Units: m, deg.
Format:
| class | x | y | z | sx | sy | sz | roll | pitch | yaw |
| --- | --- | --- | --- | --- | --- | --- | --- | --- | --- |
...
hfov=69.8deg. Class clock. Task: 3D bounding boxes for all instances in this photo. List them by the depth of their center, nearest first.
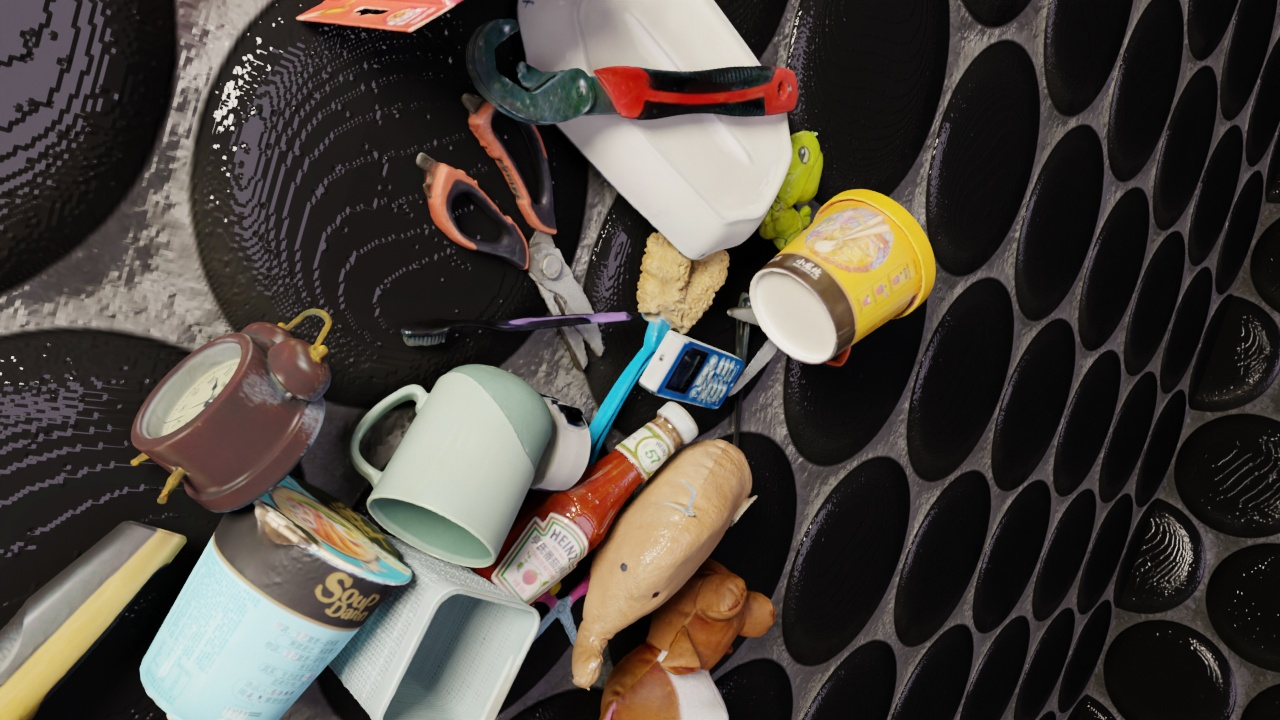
| class | x | y | z | sx | sy | sz | roll | pitch | yaw |
| --- | --- | --- | --- | --- | --- | --- | --- | --- | --- |
| clock | -0.204 | 0.021 | 0.475 | 0.121 | 0.082 | 0.055 | -50 | 129 | -17 |

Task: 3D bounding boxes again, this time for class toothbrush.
| class | x | y | z | sx | sy | sz | roll | pitch | yaw |
| --- | --- | --- | --- | --- | --- | --- | --- | --- | --- |
| toothbrush | -0.075 | -0.023 | 0.627 | 0.188 | 0.014 | 0.017 | -6 | 129 | -38 |
| toothbrush | 0.087 | 0.025 | 0.833 | 0.018 | 0.016 | 0.181 | -12 | 116 | -34 |

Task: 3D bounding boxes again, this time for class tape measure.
| class | x | y | z | sx | sy | sz | roll | pitch | yaw |
| --- | --- | --- | --- | --- | --- | --- | --- | --- | --- |
| tape measure | -0.068 | 0.059 | 0.645 | 0.033 | 0.066 | 0.066 | 13 | 96 | -47 |

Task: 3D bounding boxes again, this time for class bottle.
| class | x | y | z | sx | sy | sz | roll | pitch | yaw |
| --- | --- | --- | --- | --- | --- | --- | --- | --- | --- |
| bottle | -0.041 | 0.107 | 0.674 | 0.205 | 0.060 | 0.060 | -40 | 132 | -15 |

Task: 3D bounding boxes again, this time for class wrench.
| class | x | y | z | sx | sy | sz | roll | pitch | yaw |
| --- | --- | --- | --- | --- | --- | --- | --- | --- | --- |
| wrench | 0.011 | -0.176 | 0.589 | 0.272 | 0.016 | 0.056 | -9 | 103 | -39 |

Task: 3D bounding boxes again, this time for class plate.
| class | x | y | z | sx | sy | sz | roll | pitch | yaw |
| --- | --- | --- | --- | --- | --- | --- | --- | --- | --- |
| plate | 0.028 | -0.185 | 0.637 | 0.265 | 0.034 | 0.161 | 42 | 70 | -37 |

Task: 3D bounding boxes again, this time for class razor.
| class | x | y | z | sx | sy | sz | roll | pitch | yaw |
| --- | --- | --- | --- | --- | --- | --- | --- | --- | --- |
| razor | -0.296 | 0.149 | 0.454 | 0.067 | 0.062 | 0.167 | 44 | 64 | -13 |

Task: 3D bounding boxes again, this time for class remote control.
| class | x | y | z | sx | sy | sz | roll | pitch | yaw |
| --- | --- | --- | --- | --- | --- | --- | --- | --- | --- |
| remote control | 0.042 | 0.009 | 0.725 | 0.049 | 0.024 | 0.124 | -60 | 152 | 7 |

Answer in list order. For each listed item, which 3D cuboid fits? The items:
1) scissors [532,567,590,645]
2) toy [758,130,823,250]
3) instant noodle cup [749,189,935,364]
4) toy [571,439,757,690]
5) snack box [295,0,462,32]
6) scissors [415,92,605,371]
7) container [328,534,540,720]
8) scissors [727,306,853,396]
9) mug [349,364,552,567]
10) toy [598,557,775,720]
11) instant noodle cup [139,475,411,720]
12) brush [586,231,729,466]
| class | x | y | z | sx | sy | sz | roll | pitch | yaw |
| --- | --- | --- | --- | --- | --- | --- | --- | --- | --- |
| scissors | -0.063 | 0.195 | 0.746 | 0.134 | 0.017 | 0.133 | -42 | 137 | -27 |
| toy | 0.130 | -0.149 | 0.794 | 0.096 | 0.031 | 0.100 | 23 | 93 | -52 |
| instant noodle cup | 0.163 | -0.064 | 0.767 | 0.114 | 0.118 | 0.118 | -37 | 130 | -25 |
| toy | 0.011 | 0.147 | 0.712 | 0.225 | 0.082 | 0.144 | -44 | 163 | -43 |
| snack box | -0.105 | -0.214 | 0.457 | 0.126 | 0.113 | 0.044 | -42 | 133 | -27 |
| scissors | -0.079 | -0.069 | 0.619 | 0.198 | 0.015 | 0.205 | -7 | 111 | -46 |
| container | -0.141 | 0.168 | 0.579 | 0.090 | 0.111 | 0.090 | 33 | 81 | -47 |
| scissors | 0.149 | -0.047 | 0.856 | 0.220 | 0.022 | 0.227 | 33 | 78 | -50 |
| mug | -0.121 | 0.057 | 0.575 | 0.106 | 0.111 | 0.082 | -67 | -175 | -31 |
| toy | 0.037 | 0.277 | 0.814 | 0.199 | 0.130 | 0.140 | -52 | 143 | -4 |
| instant noodle cup | -0.208 | 0.138 | 0.509 | 0.120 | 0.111 | 0.111 | -54 | 137 | -4 |
| brush | -0.004 | 0.004 | 0.716 | 0.083 | 0.046 | 0.254 | 27 | 90 | -52 |
